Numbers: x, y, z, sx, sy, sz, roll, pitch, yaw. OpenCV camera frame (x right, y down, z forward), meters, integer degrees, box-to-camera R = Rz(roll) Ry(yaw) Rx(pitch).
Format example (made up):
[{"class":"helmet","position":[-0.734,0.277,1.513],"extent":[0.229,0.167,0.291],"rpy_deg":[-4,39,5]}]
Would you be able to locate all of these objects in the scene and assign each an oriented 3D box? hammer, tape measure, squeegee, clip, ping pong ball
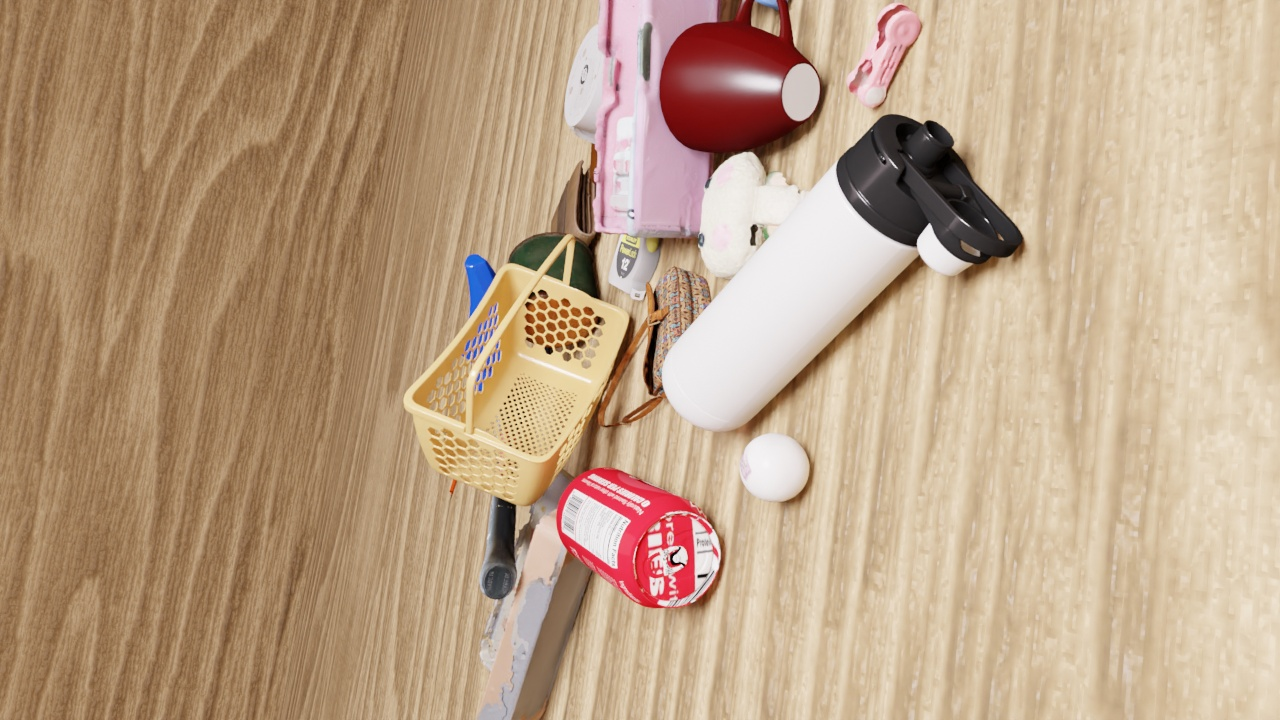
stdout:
[{"class":"hammer","position":[-0.127,0.113,0.868],"extent":[0.326,0.036,0.141],"rpy_deg":[-108,29,-70]},{"class":"tape measure","position":[-0.004,-0.090,0.808],"extent":[0.064,0.016,0.065],"rpy_deg":[37,113,64]},{"class":"squeegee","position":[-0.148,-0.022,0.878],"extent":[0.248,0.055,0.185],"rpy_deg":[-82,-5,-47]},{"class":"clip","position":[0.140,-0.172,0.528],"extent":[0.060,0.023,0.044],"rpy_deg":[-48,43,51]},{"class":"ping pong ball","position":[0.078,0.062,0.534],"extent":[0.040,0.040,0.040],"rpy_deg":[-39,45,55]}]

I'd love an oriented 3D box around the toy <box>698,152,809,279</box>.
[{"class":"toy","position":[0.068,-0.098,0.624],"extent":[0.112,0.050,0.087],"rpy_deg":[165,114,-70]}]

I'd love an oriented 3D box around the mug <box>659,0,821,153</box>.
[{"class":"mug","position":[0.076,-0.193,0.607],"extent":[0.088,0.087,0.114],"rpy_deg":[22,102,48]}]

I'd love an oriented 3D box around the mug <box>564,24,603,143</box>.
[{"class":"mug","position":[-0.011,-0.217,0.782],"extent":[0.120,0.096,0.083],"rpy_deg":[-33,50,58]}]

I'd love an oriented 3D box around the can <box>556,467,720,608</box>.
[{"class":"can","position":[-0.005,0.122,0.646],"extent":[0.143,0.074,0.074],"rpy_deg":[9,88,66]}]

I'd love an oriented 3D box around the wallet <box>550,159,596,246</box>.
[{"class":"wallet","position":[-0.075,-0.139,0.965],"extent":[0.099,0.027,0.121],"rpy_deg":[124,153,-43]}]

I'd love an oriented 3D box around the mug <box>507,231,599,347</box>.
[{"class":"mug","position":[-0.086,-0.057,0.899],"extent":[0.111,0.085,0.081],"rpy_deg":[104,160,-49]}]

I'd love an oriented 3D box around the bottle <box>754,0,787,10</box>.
[{"class":"bottle","position":[0.104,-0.315,0.635],"extent":[0.131,0.048,0.048],"rpy_deg":[-68,26,23]}]

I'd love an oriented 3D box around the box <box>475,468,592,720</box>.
[{"class":"box","position":[-0.102,0.209,0.802],"extent":[0.114,0.096,0.217],"rpy_deg":[-19,-51,-67]}]

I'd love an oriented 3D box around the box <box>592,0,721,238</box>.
[{"class":"box","position":[0.007,-0.204,0.653],"extent":[0.106,0.099,0.233],"rpy_deg":[-33,-52,-75]}]

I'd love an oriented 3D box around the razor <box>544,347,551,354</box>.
[{"class":"razor","position":[-0.105,-0.049,1.006],"extent":[0.044,0.018,0.140],"rpy_deg":[-20,62,40]}]

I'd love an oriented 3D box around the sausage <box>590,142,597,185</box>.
[{"class":"sausage","position":[-0.028,-0.237,0.901],"extent":[0.040,0.040,0.155],"rpy_deg":[-38,46,55]}]

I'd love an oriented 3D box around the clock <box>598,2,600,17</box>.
[{"class":"clock","position":[-0.003,-0.336,0.859],"extent":[0.110,0.061,0.156],"rpy_deg":[-31,52,58]}]

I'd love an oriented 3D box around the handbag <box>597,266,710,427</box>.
[{"class":"handbag","position":[-0.004,0.004,0.746],"extent":[0.196,0.043,0.093],"rpy_deg":[132,144,-54]}]

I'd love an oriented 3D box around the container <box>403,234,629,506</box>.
[{"class":"container","position":[-0.093,0.004,0.751],"extent":[0.167,0.129,0.182],"rpy_deg":[102,-168,-47]}]

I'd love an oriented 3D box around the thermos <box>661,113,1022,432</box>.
[{"class":"thermos","position":[0.097,-0.029,0.510],"extent":[0.231,0.068,0.101],"rpy_deg":[-51,49,45]}]
